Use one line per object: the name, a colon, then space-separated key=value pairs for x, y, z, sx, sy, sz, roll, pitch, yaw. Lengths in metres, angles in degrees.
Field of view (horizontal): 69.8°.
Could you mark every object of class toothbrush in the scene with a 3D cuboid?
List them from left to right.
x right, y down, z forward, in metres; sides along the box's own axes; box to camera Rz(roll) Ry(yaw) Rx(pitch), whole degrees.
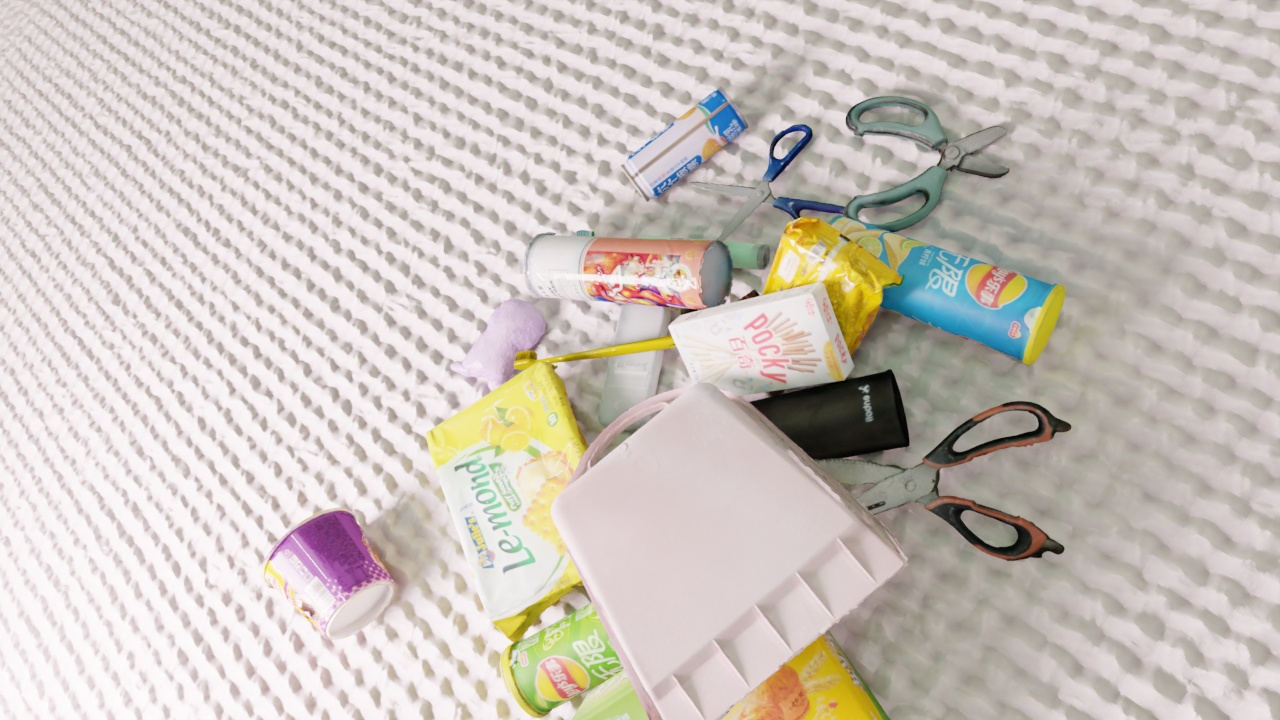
toothbrush: x=-0.046 y=-0.011 z=0.936 sx=0.190 sy=0.015 sz=0.016 roll=-8 pitch=61 yaw=23
toothbrush: x=0.028 y=-0.117 z=0.961 sx=0.225 sy=0.026 sz=0.027 roll=8 pitch=99 yaw=27

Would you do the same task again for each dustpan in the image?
dustpan: x=0.050 y=0.136 z=0.755 sx=0.222 sy=0.139 sz=0.273 roll=-37 pitch=71 yaw=-1

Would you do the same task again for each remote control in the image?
remote control: x=-0.006 y=0.005 z=0.933 sx=0.056 sy=0.020 sz=0.135 roll=3 pitch=73 yaw=25

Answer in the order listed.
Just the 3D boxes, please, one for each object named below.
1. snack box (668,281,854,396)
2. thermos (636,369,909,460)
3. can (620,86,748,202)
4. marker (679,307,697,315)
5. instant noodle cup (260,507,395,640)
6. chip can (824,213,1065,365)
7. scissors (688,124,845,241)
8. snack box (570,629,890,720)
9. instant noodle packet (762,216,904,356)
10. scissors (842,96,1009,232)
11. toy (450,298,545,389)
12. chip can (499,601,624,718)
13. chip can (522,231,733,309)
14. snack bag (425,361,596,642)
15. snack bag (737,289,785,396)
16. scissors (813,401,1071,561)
snack box: x=0.107 y=-0.014 z=0.834 sx=0.157 sy=0.026 sz=0.085 roll=-11 pitch=110 yaw=39
thermos: x=0.116 y=0.079 z=0.828 sx=0.243 sy=0.068 sz=0.090 roll=-15 pitch=75 yaw=21
can: x=0.046 y=-0.229 z=0.978 sx=0.135 sy=0.053 sz=0.053 roll=-36 pitch=60 yaw=8
marker: x=0.051 y=-0.040 z=0.929 sx=0.018 sy=0.015 sz=0.124 roll=-18 pitch=68 yaw=22
instant noodle cup: x=-0.315 y=0.225 z=0.949 sx=0.099 sy=0.111 sz=0.111 roll=41 pitch=91 yaw=21
chip can: x=0.256 y=-0.067 z=0.812 sx=0.210 sy=0.071 sz=0.071 roll=25 pitch=83 yaw=30
scissors: x=0.134 y=-0.168 z=0.925 sx=0.162 sy=0.012 sz=0.172 roll=34 pitch=76 yaw=22
snack box: x=0.073 y=0.291 z=0.733 sx=0.210 sy=0.070 sz=0.157 roll=-35 pitch=83 yaw=8
instant noodle packet: x=0.163 y=-0.059 z=0.819 sx=0.111 sy=0.129 sz=0.044 roll=36 pitch=50 yaw=16
scissors: x=0.258 y=-0.204 z=0.891 sx=0.170 sy=0.019 sz=0.181 roll=-29 pitch=60 yaw=8
toy: x=-0.146 y=-0.017 z=0.996 sx=0.084 sy=0.039 sz=0.108 roll=30 pitch=82 yaw=13
chip can: x=-0.016 y=0.240 z=0.820 sx=0.221 sy=0.072 sz=0.072 roll=-31 pitch=61 yaw=11
chip can: x=-0.015 y=-0.092 z=0.932 sx=0.215 sy=0.071 sz=0.071 roll=6 pitch=74 yaw=32
snack bag: x=-0.106 y=0.130 z=0.905 sx=0.158 sy=0.068 sz=0.246 roll=-32 pitch=61 yaw=10
snack bag: x=0.119 y=-0.017 z=0.882 sx=0.048 sy=0.026 sz=0.104 roll=-37 pitch=60 yaw=17
scissors: x=0.245 y=0.101 z=0.749 sx=0.226 sy=0.015 sz=0.189 roll=31 pitch=96 yaw=9
